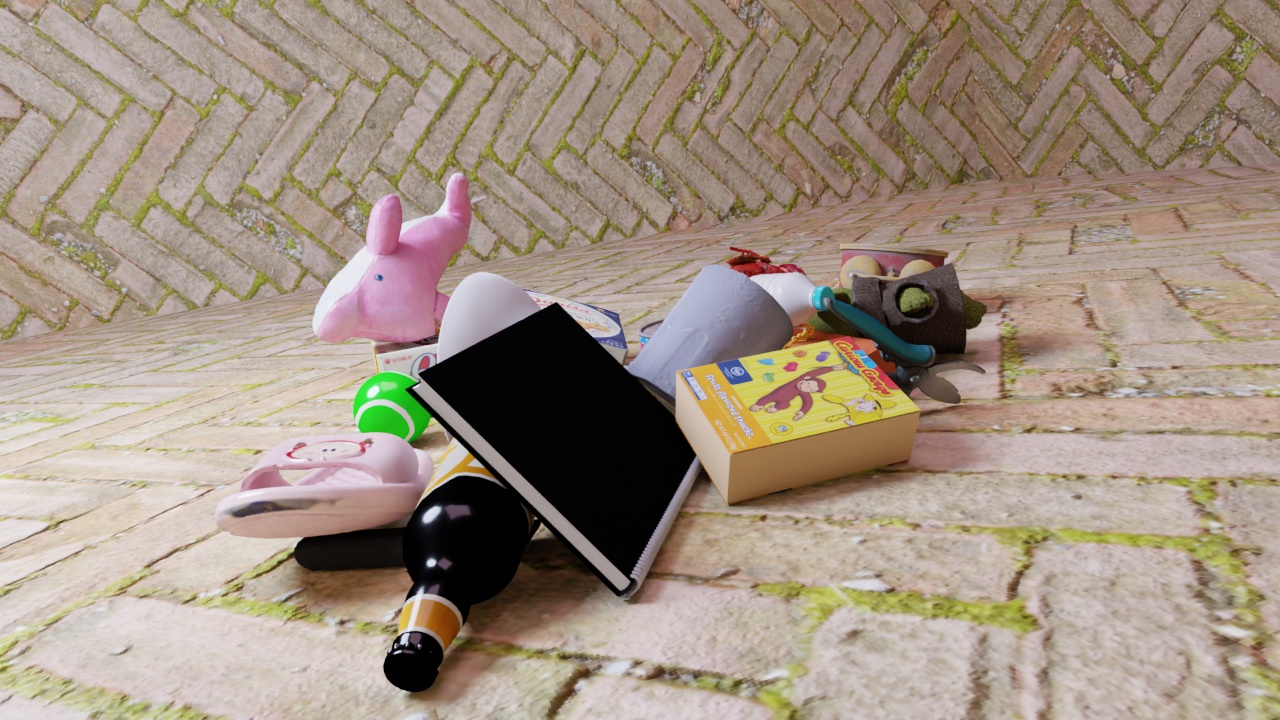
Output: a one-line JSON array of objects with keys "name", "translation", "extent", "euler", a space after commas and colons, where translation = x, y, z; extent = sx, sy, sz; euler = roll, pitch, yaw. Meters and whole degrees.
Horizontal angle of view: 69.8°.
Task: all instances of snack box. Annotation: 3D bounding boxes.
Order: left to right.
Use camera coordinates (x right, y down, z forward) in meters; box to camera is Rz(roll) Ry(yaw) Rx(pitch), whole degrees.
[{"name": "snack box", "translation": [-0.239, -0.002, 1.023], "extent": [0.110, 0.062, 0.230], "euler": [-11, 12, -16]}, {"name": "snack box", "translation": [-0.091, -0.031, 0.942], "extent": [0.144, 0.043, 0.145], "euler": [14, 16, -10]}, {"name": "snack box", "translation": [0.097, 0.035, 0.588], "extent": [0.125, 0.040, 0.088], "euler": [-11, 36, -15]}]

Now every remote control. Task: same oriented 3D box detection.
[{"name": "remote control", "translation": [-0.130, 0.107, 0.537], "extent": [0.147, 0.015, 0.033], "euler": [-6, 12, 12]}]

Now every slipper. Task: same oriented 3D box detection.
[{"name": "slipper", "translation": [-0.187, 0.074, 0.587], "extent": [0.107, 0.055, 0.221], "euler": [-4, 0, 0]}]

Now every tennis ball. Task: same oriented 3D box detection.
[{"name": "tennis ball", "translation": [-0.212, 0.041, 0.784], "extent": [0.065, 0.065, 0.065], "euler": [-8, 12, 1]}]

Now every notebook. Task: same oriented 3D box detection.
[{"name": "notebook", "translation": [-0.033, 0.038, 0.539], "extent": [0.016, 0.149, 0.206], "euler": [-46, -1, 19]}]

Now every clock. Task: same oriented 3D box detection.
[{"name": "clock", "translation": [0.275, -0.084, 1.014], "extent": [0.117, 0.081, 0.158], "euler": [7, 6, 14]}]

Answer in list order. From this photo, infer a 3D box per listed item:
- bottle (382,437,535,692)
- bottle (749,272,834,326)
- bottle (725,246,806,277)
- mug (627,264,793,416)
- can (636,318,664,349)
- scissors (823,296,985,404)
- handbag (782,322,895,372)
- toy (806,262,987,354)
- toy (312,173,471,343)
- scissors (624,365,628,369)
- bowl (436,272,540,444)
[{"name": "bottle", "translation": [-0.088, 0.090, 0.462], "extent": [0.059, 0.059, 0.181], "euler": [-6, 27, 10]}, {"name": "bottle", "translation": [0.104, -0.051, 0.779], "extent": [0.044, 0.044, 0.136], "euler": [-17, 13, -38]}, {"name": "bottle", "translation": [0.134, -0.082, 1.077], "extent": [0.111, 0.099, 0.099], "euler": [-10, 11, -31]}, {"name": "mug", "translation": [0.046, 0.000, 0.690], "extent": [0.103, 0.084, 0.124], "euler": [-52, -2, -15]}, {"name": "can", "translation": [0.063, -0.018, 0.934], "extent": [0.130, 0.044, 0.130], "euler": [-8, 12, 1]}, {"name": "scissors", "translation": [0.169, -0.002, 0.654], "extent": [0.155, 0.124, 0.019], "euler": [-12, 40, 8]}, {"name": "handbag", "translation": [0.114, 0.004, 0.771], "extent": [0.108, 0.060, 0.172], "euler": [-17, 14, -23]}, {"name": "toy", "translation": [0.227, -0.037, 0.828], "extent": [0.153, 0.078, 0.179], "euler": [-10, -13, 12]}, {"name": "toy", "translation": [-0.238, -0.085, 0.984], "extent": [0.128, 0.187, 0.264], "euler": [29, 42, 1]}, {"name": "scissors", "translation": [-0.002, 0.004, 0.834], "extent": [0.142, 0.014, 0.174], "euler": [-3, 32, 45]}, {"name": "bowl", "translation": [-0.085, 0.013, 0.630], "extent": [0.043, 0.149, 0.149], "euler": [-3, 13, 17]}]
